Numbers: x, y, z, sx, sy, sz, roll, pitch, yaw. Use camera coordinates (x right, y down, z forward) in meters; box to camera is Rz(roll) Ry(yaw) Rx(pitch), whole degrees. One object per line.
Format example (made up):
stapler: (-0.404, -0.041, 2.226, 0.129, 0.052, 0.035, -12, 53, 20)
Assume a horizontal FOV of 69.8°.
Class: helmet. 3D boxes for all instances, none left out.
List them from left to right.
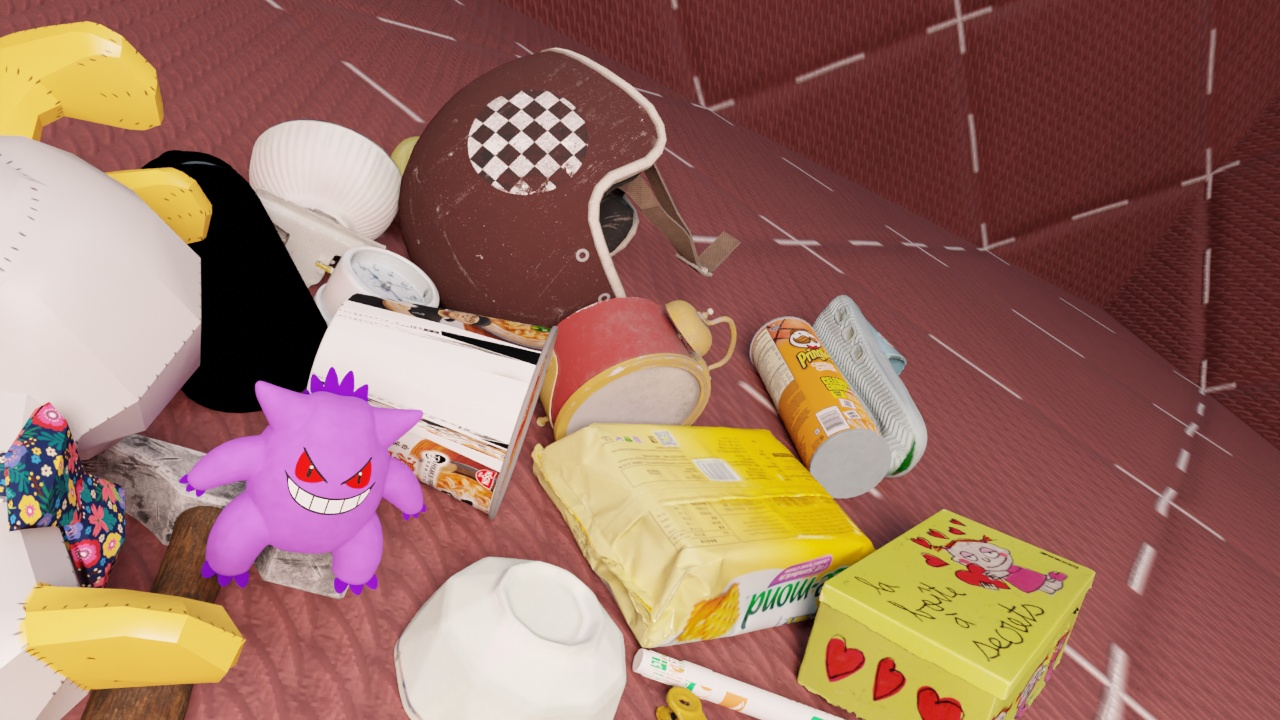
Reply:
helmet: (-0.064, -0.124, 0.750, 0.234, 0.253, 0.234, 44, -12, 3)

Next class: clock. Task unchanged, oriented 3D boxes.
clock: (-0.180, -0.030, 0.660, 0.117, 0.057, 0.083, 42, 25, 10)
clock: (-0.004, 0.004, 0.673, 0.158, 0.117, 0.081, -19, 55, -11)

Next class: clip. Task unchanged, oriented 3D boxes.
clip: (-0.247, -0.080, 0.683, 0.101, 0.056, 0.046, 25, 18, -29)
clip: (0.025, 0.199, 0.483, 0.054, 0.044, 0.050, 13, -8, -31)

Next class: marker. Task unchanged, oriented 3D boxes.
marker: (0.063, 0.196, 0.530, 0.145, 0.017, 0.017, 24, 24, -14)

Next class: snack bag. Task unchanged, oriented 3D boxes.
snack bag: (0.055, 0.107, 0.638, 0.246, 0.068, 0.159, 6, 32, -44)

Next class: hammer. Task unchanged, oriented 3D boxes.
hammer: (-0.221, 0.124, 0.323, 0.217, 0.037, 0.300, 21, 25, -20)

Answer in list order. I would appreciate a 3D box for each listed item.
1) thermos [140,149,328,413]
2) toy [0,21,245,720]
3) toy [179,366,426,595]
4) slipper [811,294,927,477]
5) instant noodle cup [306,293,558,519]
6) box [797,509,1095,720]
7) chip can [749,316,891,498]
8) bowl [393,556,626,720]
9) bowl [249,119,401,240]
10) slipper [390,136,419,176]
thermos: (-0.270, -0.063, 0.581, 0.086, 0.086, 0.198, 6, 33, -43)
toy: (-0.243, 0.006, 0.327, 0.246, 0.141, 0.266, 6, 56, -3)
toy: (-0.143, 0.050, 0.403, 0.106, 0.088, 0.056, 14, 23, -33)
slipper: (0.240, 0.030, 0.979, 0.074, 0.104, 0.245, 19, 31, -28)
instant noodle cup: (-0.127, 0.019, 0.558, 0.122, 0.124, 0.123, 18, 24, -3)
box: (0.212, 0.178, 0.618, 0.124, 0.082, 0.220, 23, 16, 36)
chip can: (0.170, 0.039, 0.902, 0.075, 0.075, 0.214, 21, 25, -20)
bowl: (-0.055, 0.140, 0.451, 0.117, 0.061, 0.117, 24, 24, -12)
bowl: (-0.250, -0.124, 0.719, 0.118, 0.118, 0.062, 19, 54, -24)
slipper: (-0.183, -0.159, 0.909, 0.082, 0.091, 0.190, -3, -10, 36)
